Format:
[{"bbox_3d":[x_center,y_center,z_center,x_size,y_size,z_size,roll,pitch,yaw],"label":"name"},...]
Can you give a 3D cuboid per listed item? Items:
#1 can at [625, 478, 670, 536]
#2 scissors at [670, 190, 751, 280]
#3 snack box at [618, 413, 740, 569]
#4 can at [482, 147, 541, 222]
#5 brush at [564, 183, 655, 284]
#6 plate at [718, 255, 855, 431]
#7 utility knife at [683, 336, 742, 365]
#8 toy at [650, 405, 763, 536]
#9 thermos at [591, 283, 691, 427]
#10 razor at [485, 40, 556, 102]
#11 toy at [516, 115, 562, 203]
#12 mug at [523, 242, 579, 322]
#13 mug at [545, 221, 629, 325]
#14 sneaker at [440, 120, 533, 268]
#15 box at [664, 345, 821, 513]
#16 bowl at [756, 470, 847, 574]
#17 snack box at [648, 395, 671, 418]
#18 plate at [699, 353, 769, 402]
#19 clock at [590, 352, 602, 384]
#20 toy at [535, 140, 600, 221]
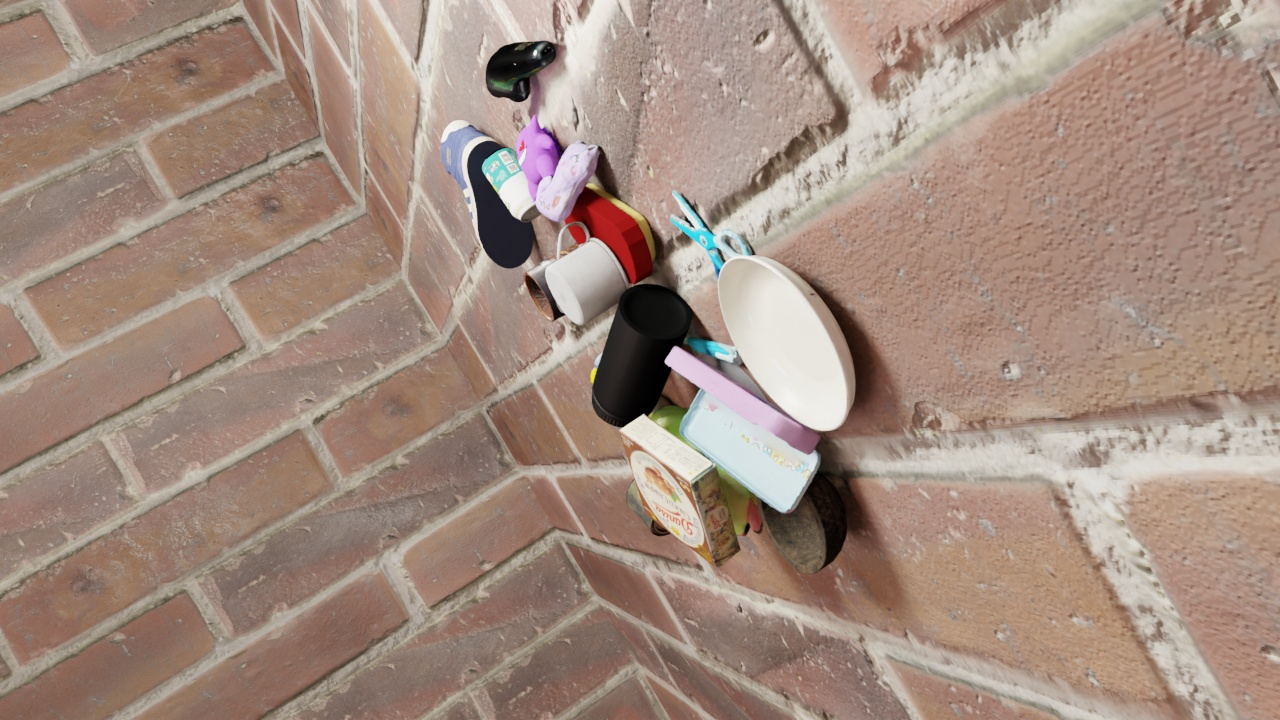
[{"bbox_3d":[0.033,0.221,1.450,0.074,0.089,0.090,44,158,39],"label":"can"},{"bbox_3d":[0.070,-0.111,0.926,0.140,0.013,0.118,39,155,42],"label":"scissors"},{"bbox_3d":[0.046,0.154,1.087,0.143,0.041,0.147,31,146,47],"label":"snack box"},{"bbox_3d":[-0.178,-0.250,1.305,0.101,0.054,0.055,55,163,11],"label":"can"},{"bbox_3d":[-0.037,-0.158,1.090,0.173,0.041,0.082,41,155,45],"label":"brush"},{"bbox_3d":[0.139,-0.021,0.843,0.182,0.034,0.183,51,161,24],"label":"plate"},{"bbox_3d":[0.069,-0.019,1.072,0.167,0.015,0.022,23,140,60],"label":"utility knife"},{"bbox_3d":[0.084,0.142,1.175,0.197,0.107,0.150,47,148,8],"label":"toy"},{"bbox_3d":[-0.007,0.007,1.116,0.086,0.086,0.199,51,144,25],"label":"thermos"},{"bbox_3d":[-0.134,-0.337,1.061,0.067,0.053,0.152,55,159,-24],"label":"razor"},{"bbox_3d":[-0.125,-0.256,1.152,0.088,0.055,0.106,62,153,3],"label":"toy"},{"bbox_3d":[-0.080,-0.102,1.191,0.116,0.107,0.080,37,153,51],"label":"mug"},{"bbox_3d":[-0.070,-0.104,1.080,0.113,0.070,0.084,57,163,0],"label":"mug"},{"bbox_3d":[-0.247,-0.260,1.420,0.118,0.091,0.233,44,159,39],"label":"sneaker"},{"bbox_3d":[0.092,0.070,0.975,0.090,0.091,0.214,27,-175,-36],"label":"box"},{"bbox_3d":[0.182,0.162,0.987,0.121,0.056,0.121,46,146,44],"label":"bowl"},{"bbox_3d":[0.006,0.083,1.368,0.181,0.045,0.121,41,156,46],"label":"snack box"},{"bbox_3d":[0.119,0.069,1.090,0.178,0.012,0.179,51,161,24],"label":"plate"},{"bbox_3d":[-0.024,0.005,1.252,0.119,0.083,0.057,-2,125,55],"label":"clock"},{"bbox_3d":[-0.088,-0.211,1.070,0.036,0.100,0.080,25,-174,-38],"label":"toy"}]
